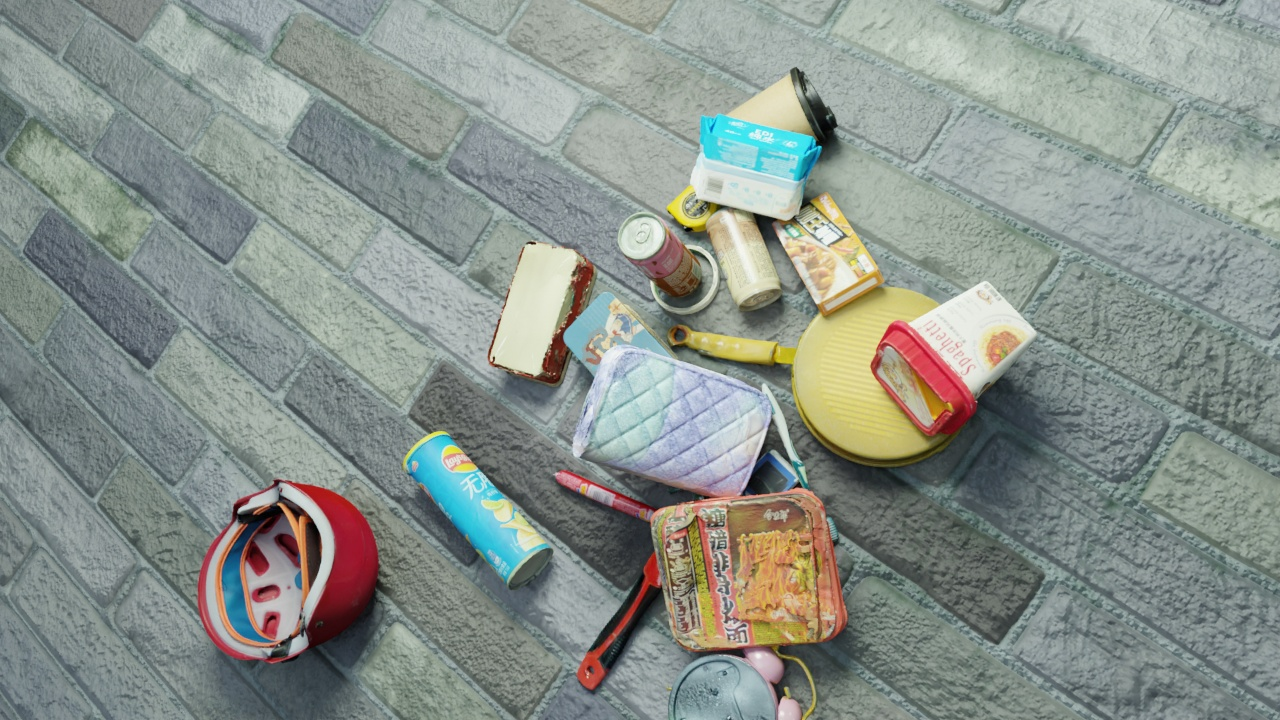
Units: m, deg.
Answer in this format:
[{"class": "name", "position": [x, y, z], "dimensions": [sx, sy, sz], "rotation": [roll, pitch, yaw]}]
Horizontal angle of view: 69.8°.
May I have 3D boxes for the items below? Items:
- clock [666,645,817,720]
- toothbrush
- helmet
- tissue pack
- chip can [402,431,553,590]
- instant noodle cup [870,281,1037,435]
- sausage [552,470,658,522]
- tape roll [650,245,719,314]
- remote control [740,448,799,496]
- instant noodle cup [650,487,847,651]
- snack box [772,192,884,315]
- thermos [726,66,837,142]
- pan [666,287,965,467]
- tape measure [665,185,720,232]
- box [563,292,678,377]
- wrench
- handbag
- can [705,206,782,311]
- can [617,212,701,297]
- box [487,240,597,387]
[{"class": "clock", "position": [0.110, 0.365, 0.975], "dimensions": [0.159, 0.059, 0.117], "rotation": [-26, 70, 14]}, {"class": "toothbrush", "position": [0.175, 0.112, 1.005], "dimensions": [0.018, 0.016, 0.191], "rotation": [-23, 89, 3]}, {"class": "helmet", "position": [-0.425, 0.264, 1.148], "dimensions": [0.241, 0.143, 0.206], "rotation": [-32, 68, 25]}, {"class": "tissue pack", "position": [0.129, -0.223, 1.052], "dimensions": [0.140, 0.090, 0.063], "rotation": [15, 41, 8]}, {"class": "chip can", "position": [-0.200, 0.181, 1.120], "dimensions": [0.210, 0.071, 0.071], "rotation": [43, 94, 23]}, {"class": "instant noodle cup", "position": [0.313, -0.006, 0.915], "dimensions": [0.124, 0.117, 0.116], "rotation": [-36, 72, -9]}, {"class": "sausage", "position": [-0.039, 0.163, 1.095], "dimensions": [0.156, 0.020, 0.020], "rotation": [20, 85, 22]}, {"class": "tape roll", "position": [0.055, -0.099, 1.123], "dimensions": [0.086, 0.014, 0.085], "rotation": [-5, 76, 19]}, {"class": "remote control", "position": [0.123, 0.160, 1.034], "dimensions": [0.125, 0.024, 0.049], "rotation": [-47, 68, 6]}, {"class": "instant noodle cup", "position": [0.117, 0.217, 0.976], "dimensions": [0.189, 0.079, 0.164], "rotation": [-8, 96, 16]}, {"class": "snack box", "position": [0.209, -0.122, 1.034], "dimensions": [0.075, 0.026, 0.153], "rotation": [-30, 44, 12]}, {"class": "thermos", "position": [0.155, -0.282, 1.092], "dimensions": [0.143, 0.093, 0.093], "rotation": [-23, 71, 21]}, {"class": "pan", "position": [0.193, 0.001, 1.035], "dimensions": [0.358, 0.078, 0.197], "rotation": [14, 81, 15]}, {"class": "tape measure", "position": [0.070, -0.187, 1.129], "dimensions": [0.060, 0.029, 0.057], "rotation": [-43, 67, 6]}, {"class": "box", "position": [-0.006, 0.006, 1.089], "dimensions": [0.090, 0.059, 0.184], "rotation": [-48, 60, 6]}, {"class": "wrench", "position": [0.002, 0.258, 1.049], "dimensions": [0.056, 0.016, 0.273], "rotation": [31, 95, 29]}, {"class": "handbag", "position": [0.036, 0.068, 0.993], "dimensions": [0.194, 0.075, 0.134], "rotation": [19, 92, -15]}, {"class": "can", "position": [0.121, -0.121, 1.080], "dimensions": [0.058, 0.058, 0.116], "rotation": [-23, 71, 13]}, {"class": "can", "position": [0.024, -0.118, 1.049], "dimensions": [0.058, 0.147, 0.058], "rotation": [-5, 76, 19]}, {"class": "box", "position": [-0.124, -0.060, 1.145], "dimensions": [0.091, 0.076, 0.168], "rotation": [14, 84, 23]}]
